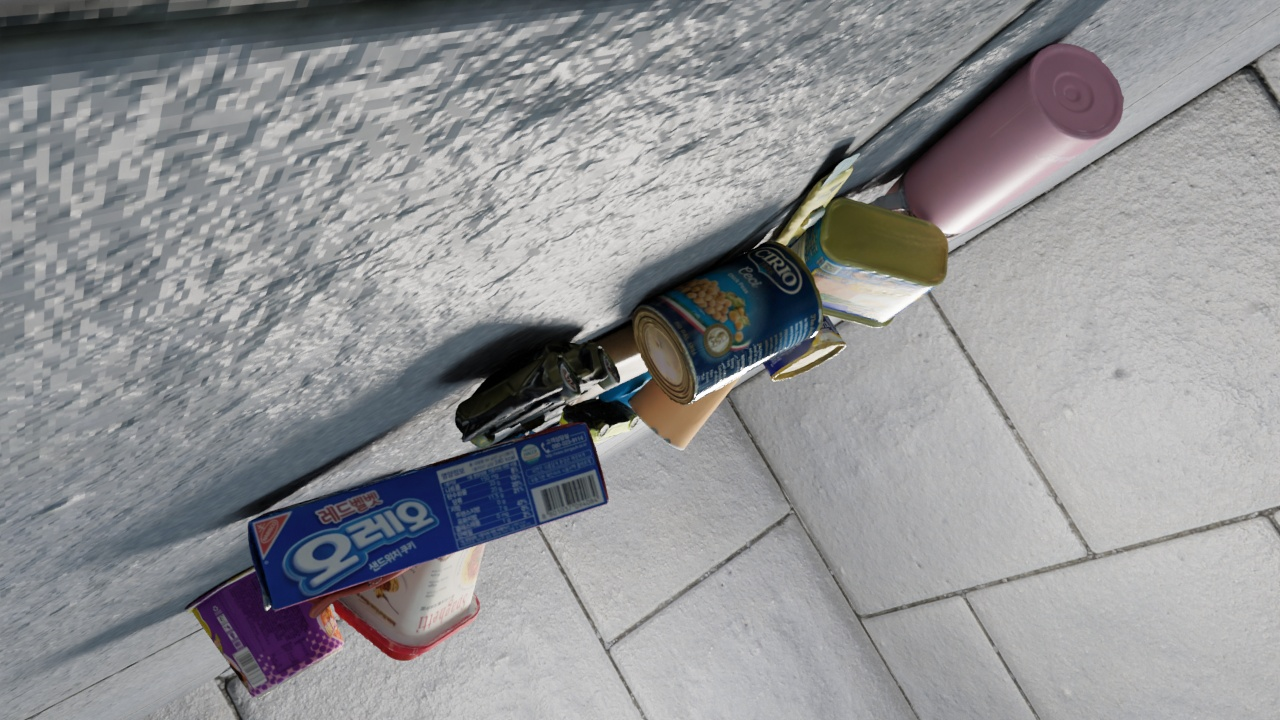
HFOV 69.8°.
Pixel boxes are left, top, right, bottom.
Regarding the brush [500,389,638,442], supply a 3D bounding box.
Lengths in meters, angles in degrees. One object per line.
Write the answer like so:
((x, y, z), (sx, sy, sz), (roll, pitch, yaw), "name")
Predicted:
((-0.085, 0.083, 0.971), (0.313, 0.060, 0.110), (-31, 180, -22), "brush")

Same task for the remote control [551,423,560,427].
((-0.081, 0.083, 1.092), (0.049, 0.024, 0.124), (-33, 174, 29), "remote control")

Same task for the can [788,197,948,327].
((0.162, -0.071, 0.676), (0.102, 0.057, 0.083), (13, 160, -10), "can")

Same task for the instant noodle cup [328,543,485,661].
((-0.198, 0.179, 0.819), (0.116, 0.117, 0.124), (-18, 135, -62), "instant noodle cup")

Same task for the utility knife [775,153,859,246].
((0.108, -0.099, 0.583), (0.031, 0.019, 0.183), (-36, 170, -7), "utility knife")

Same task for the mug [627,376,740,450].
((0.055, 0.022, 0.947), (0.123, 0.078, 0.078), (-49, 171, 10), "mug")

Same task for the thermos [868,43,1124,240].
((0.225, -0.133, 0.631), (0.087, 0.067, 0.199), (-6, 168, -17), "thermos")

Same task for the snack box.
((-0.127, 0.091, 0.563), (0.207, 0.057, 0.058), (-16, -179, -15), "snack box")

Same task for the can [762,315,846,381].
((0.166, -0.018, 0.958), (0.075, 0.049, 0.148), (-35, 168, 24), "can")

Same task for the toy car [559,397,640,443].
((-0.041, 0.062, 0.928), (0.105, 0.048, 0.032), (-11, 128, -58), "toy car")

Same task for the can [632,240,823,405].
((0.058, -0.025, 0.626), (0.111, 0.075, 0.075), (-28, 173, -21), "can")

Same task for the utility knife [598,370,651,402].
((0.006, 0.018, 1.005), (0.034, 0.018, 0.181), (-36, 173, 23), "utility knife")

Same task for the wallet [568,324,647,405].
((-0.002, -0.009, 0.689), (0.115, 0.033, 0.090), (-27, 171, -21), "wallet")

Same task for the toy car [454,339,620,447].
((-0.060, 0.016, 0.542), (0.070, 0.042, 0.158), (-29, 179, 11), "toy car")

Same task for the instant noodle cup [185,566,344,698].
((-0.319, 0.231, 0.803), (0.111, 0.099, 0.111), (-31, 176, -3), "instant noodle cup")

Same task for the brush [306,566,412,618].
((-0.227, 0.151, 0.727), (0.146, 0.069, 0.063), (-33, 173, 20), "brush")
